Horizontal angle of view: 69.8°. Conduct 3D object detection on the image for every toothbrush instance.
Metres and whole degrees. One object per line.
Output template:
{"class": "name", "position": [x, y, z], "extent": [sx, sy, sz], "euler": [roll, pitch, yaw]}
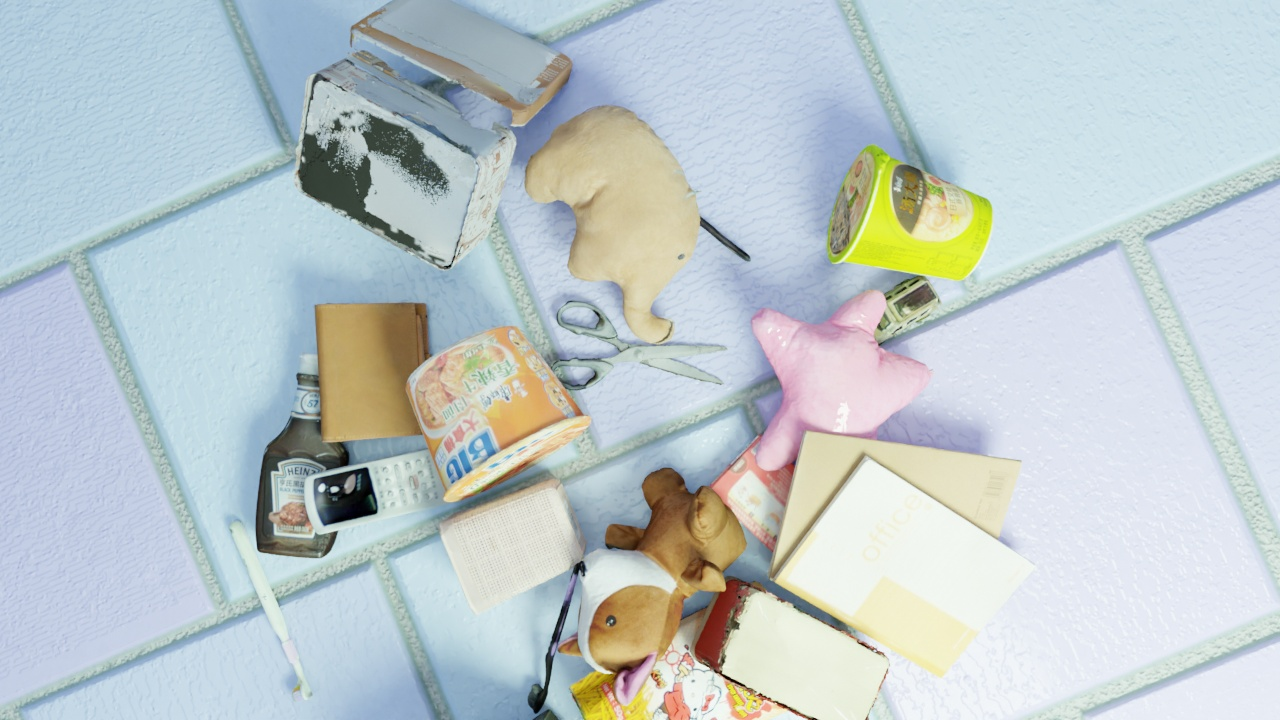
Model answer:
{"class": "toothbrush", "position": [-0.081, 0.261, 0.860], "extent": [0.017, 0.014, 0.189], "euler": [30, 119, 27]}
{"class": "toothbrush", "position": [-0.366, 0.246, 0.904], "extent": [0.020, 0.029, 0.189], "euler": [-21, 87, -40]}
{"class": "toothbrush", "position": [0.034, -0.151, 0.893], "extent": [0.181, 0.015, 0.018], "euler": [37, 97, 3]}

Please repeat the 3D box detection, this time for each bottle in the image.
{"class": "bottle", "position": [-0.324, 0.091, 0.891], "extent": [0.080, 0.044, 0.195], "euler": [7, 89, -5]}

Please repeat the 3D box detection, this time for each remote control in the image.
{"class": "remote control", "position": [-0.242, 0.122, 0.878], "extent": [0.150, 0.021, 0.058], "euler": [-13, 91, -15]}

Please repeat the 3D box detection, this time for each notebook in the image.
{"class": "notebook", "position": [0.245, 0.195, 0.848], "extent": [0.206, 0.010, 0.146], "euler": [33, 100, -14]}
{"class": "notebook", "position": [0.235, 0.147, 0.844], "extent": [0.211, 0.012, 0.150], "euler": [8, 106, -9]}

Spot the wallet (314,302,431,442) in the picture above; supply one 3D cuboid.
{"class": "wallet", "position": [-0.253, 0.009, 0.881], "extent": [0.107, 0.031, 0.132], "euler": [-4, 90, -22]}

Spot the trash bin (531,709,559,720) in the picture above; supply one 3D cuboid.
{"class": "trash bin", "position": [-0.085, 0.458, 0.814], "extent": [0.199, 0.198, 0.219], "euler": [-38, 81, -1]}

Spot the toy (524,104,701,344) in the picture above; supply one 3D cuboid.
{"class": "toy", "position": [-0.010, -0.127, 0.856], "extent": [0.144, 0.082, 0.226], "euler": [-28, 92, 20]}

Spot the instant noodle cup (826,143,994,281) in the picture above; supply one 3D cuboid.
{"class": "instant noodle cup", "position": [0.251, -0.128, 0.845], "extent": [0.123, 0.112, 0.111], "euler": [15, 90, -6]}

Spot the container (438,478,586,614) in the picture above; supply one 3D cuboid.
{"class": "container", "position": [-0.115, 0.168, 0.861], "extent": [0.111, 0.090, 0.090], "euler": [-23, 89, -1]}

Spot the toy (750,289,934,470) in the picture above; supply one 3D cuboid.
{"class": "toy", "position": [0.190, 0.034, 0.850], "extent": [0.178, 0.074, 0.195], "euler": [-7, 102, -7]}

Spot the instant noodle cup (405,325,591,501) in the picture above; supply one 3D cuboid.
{"class": "instant noodle cup", "position": [-0.136, 0.044, 0.839], "extent": [0.151, 0.151, 0.111], "euler": [-30, 80, 1]}

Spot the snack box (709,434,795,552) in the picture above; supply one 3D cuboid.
{"class": "snack box", "position": [0.145, 0.149, 0.881], "extent": [0.153, 0.025, 0.075], "euler": [43, 91, 2]}

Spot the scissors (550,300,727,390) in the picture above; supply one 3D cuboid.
{"class": "scissors", "position": [-0.008, -0.010, 0.895], "extent": [0.163, 0.014, 0.165], "euler": [-35, 90, 1]}

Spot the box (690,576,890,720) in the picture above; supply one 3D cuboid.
{"class": "box", "position": [0.140, 0.267, 0.825], "extent": [0.168, 0.077, 0.091], "euler": [30, 78, -18]}

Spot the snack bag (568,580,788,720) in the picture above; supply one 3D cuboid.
{"class": "snack bag", "position": [0.047, 0.307, 0.859], "extent": [0.207, 0.073, 0.128], "euler": [-22, 88, -13]}

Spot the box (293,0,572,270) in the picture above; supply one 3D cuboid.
{"class": "box", "position": [-0.197, -0.219, 0.875], "extent": [0.181, 0.204, 0.158], "euler": [26, 133, 2]}

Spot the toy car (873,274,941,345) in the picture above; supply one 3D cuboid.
{"class": "toy car", "position": [0.240, -0.045, 0.875], "extent": [0.090, 0.035, 0.042], "euler": [-31, 86, 4]}

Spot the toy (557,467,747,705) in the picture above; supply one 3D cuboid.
{"class": "toy", "position": [0.005, 0.197, 0.826], "extent": [0.130, 0.140, 0.199], "euler": [37, 80, -24]}
